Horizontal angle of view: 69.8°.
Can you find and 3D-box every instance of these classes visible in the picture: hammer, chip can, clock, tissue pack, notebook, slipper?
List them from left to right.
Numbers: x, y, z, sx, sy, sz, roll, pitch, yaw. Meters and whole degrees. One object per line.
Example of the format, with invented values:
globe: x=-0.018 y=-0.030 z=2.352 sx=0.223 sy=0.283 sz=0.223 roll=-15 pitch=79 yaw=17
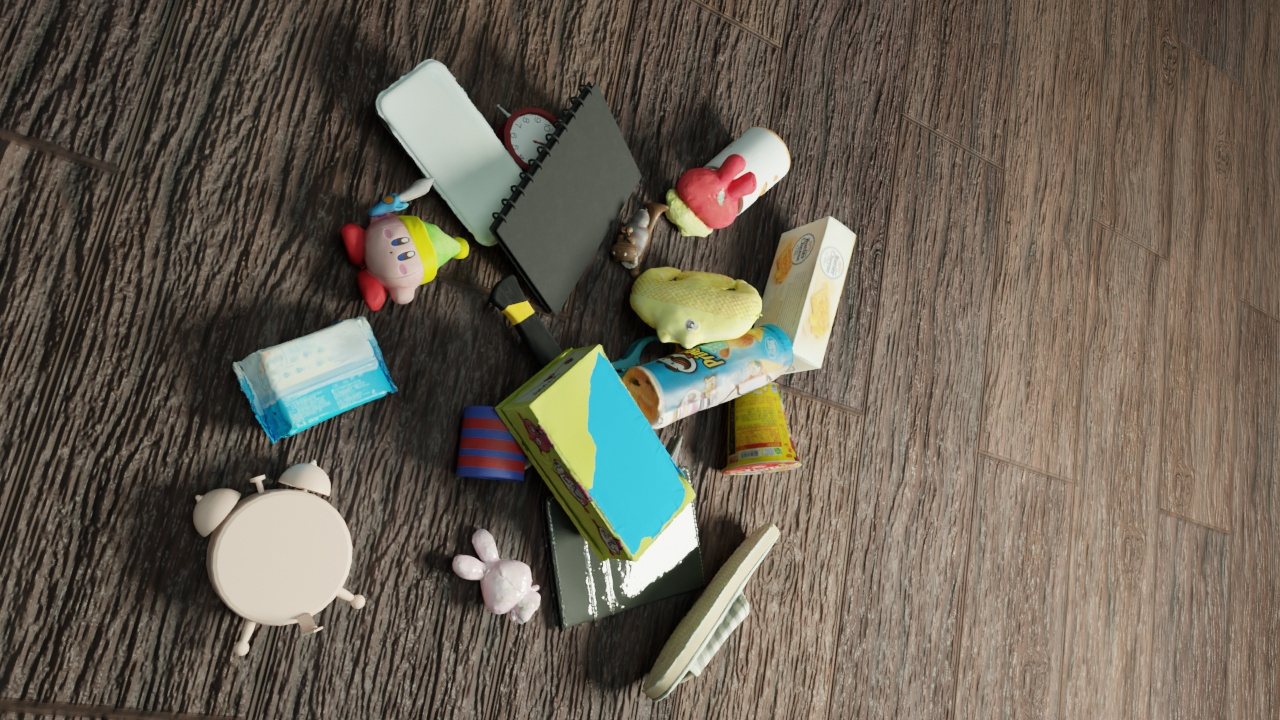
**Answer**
clock: x=-0.354 y=0.190 z=0.904 sx=0.130 sy=0.086 sz=0.160 roll=-17 pitch=86 yaw=-31
tissue pack: x=-0.335 y=0.018 z=0.945 sx=0.144 sy=0.062 sz=0.093 roll=-26 pitch=95 yaw=-33
clock: x=-0.124 y=-0.258 z=1.114 sx=0.124 sy=0.044 sz=0.087 roll=11 pitch=78 yaw=-28
notebook: x=-0.083 y=-0.194 z=1.095 sx=0.231 sy=0.019 sz=0.169 roll=-61 pitch=146 yaw=-22
hammer: x=-0.074 y=0.041 z=1.084 sx=0.169 sy=0.034 sz=0.324 roll=-38 pitch=101 yaw=-31
notebook: x=-0.018 y=0.222 z=1.125 sx=0.208 sy=0.030 sz=0.169 roll=-7 pitch=89 yaw=-34
chip can: x=0.087 y=0.017 z=1.132 sx=0.229 sy=0.080 sz=0.080 roll=-18 pitch=93 yaw=-34
slipper: x=0.098 y=0.311 z=1.139 sx=0.054 sy=0.115 sz=0.271 roll=38 pitch=61 yaw=5

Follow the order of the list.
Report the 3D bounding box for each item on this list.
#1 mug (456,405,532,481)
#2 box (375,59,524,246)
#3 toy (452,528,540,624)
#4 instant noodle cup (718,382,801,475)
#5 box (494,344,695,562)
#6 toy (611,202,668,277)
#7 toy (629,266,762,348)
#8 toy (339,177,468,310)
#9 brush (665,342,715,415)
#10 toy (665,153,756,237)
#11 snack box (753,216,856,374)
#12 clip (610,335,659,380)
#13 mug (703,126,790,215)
mug: x=-0.154 y=0.098 z=1.042 sx=0.111 sy=0.075 sz=0.076 roll=21 pitch=71 yaw=-55
box: x=-0.205 y=-0.230 z=1.040 sx=0.118 sy=0.063 sz=0.213 roll=-35 pitch=105 yaw=2
toy: x=-0.160 y=0.244 z=1.028 sx=0.110 sy=0.047 sz=0.063 roll=49 pitch=55 yaw=-6
instant noodle cup: x=0.157 y=0.089 z=1.211 sx=0.100 sy=0.101 sz=0.112 roll=5 pitch=73 yaw=-30
box: x=-0.045 y=0.105 z=1.018 sx=0.124 sy=0.079 sz=0.221 roll=-44 pitch=112 yaw=-31
toy: x=-0.004 y=-0.160 z=1.175 sx=0.054 sy=0.042 sz=0.101 roll=27 pitch=78 yaw=-49
toy: x=0.067 y=-0.068 z=1.144 sx=0.154 sy=0.170 sz=0.065 roll=-60 pitch=159 yaw=-48
toy: x=-0.256 y=-0.126 z=1.011 sx=0.131 sy=0.097 sz=0.124 roll=-21 pitch=88 yaw=-12
brush: x=0.059 y=0.006 z=1.203 sx=0.048 sy=0.017 sz=0.126 roll=-19 pitch=93 yaw=-31
toy: x=0.090 y=-0.213 z=1.190 sx=0.091 sy=0.135 sz=0.045 roll=40 pitch=35 yaw=-20
snack box: x=0.220 y=-0.086 z=1.259 sx=0.057 sy=0.104 sz=0.207 roll=26 pitch=71 yaw=-25
clip: x=-0.006 y=0.004 z=1.161 sx=0.120 sy=0.033 sz=0.118 roll=35 pitch=71 yaw=-23
mug: x=0.140 y=-0.257 z=1.248 sx=0.105 sy=0.082 sz=0.082 roll=-44 pitch=106 yaw=-26
